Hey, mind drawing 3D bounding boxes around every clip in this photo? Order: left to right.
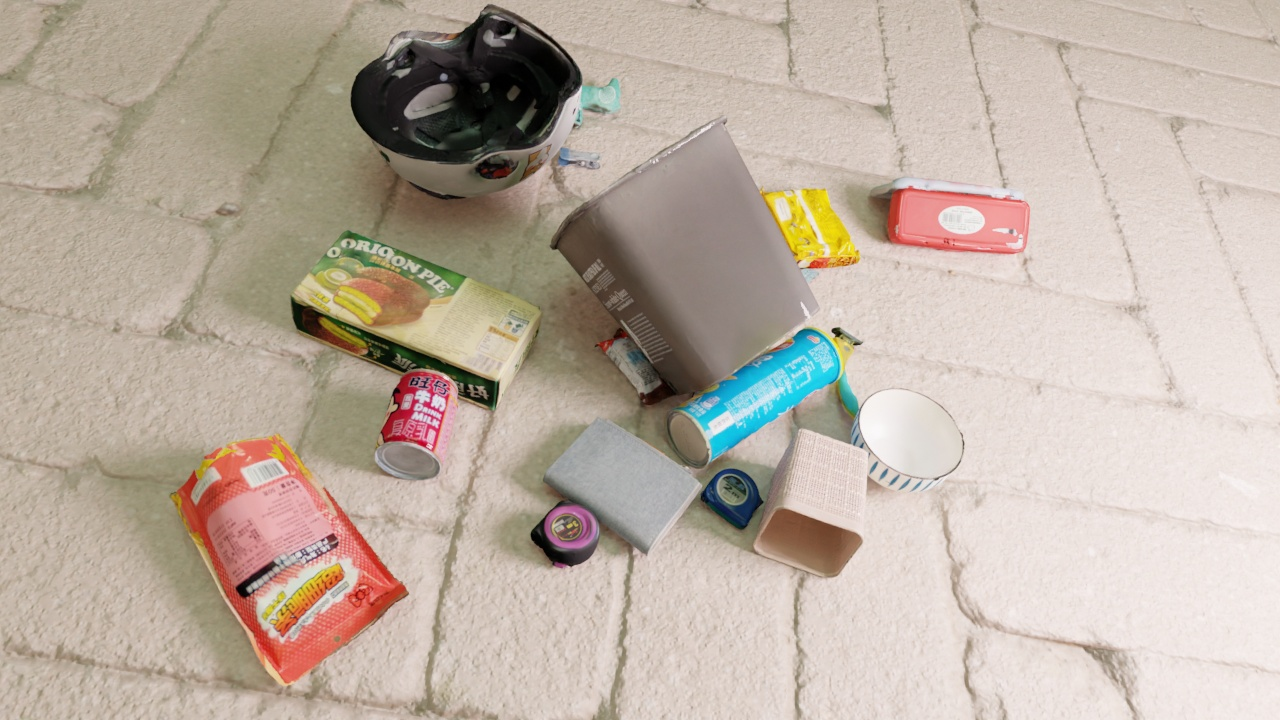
[{"bbox_3d":[-0.080,-0.268,1.221,0.058,0.037,0.025,9,49,-7],"label":"clip"}]

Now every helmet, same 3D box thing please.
[{"bbox_3d":[-0.205,-0.292,1.124,0.273,0.157,0.230,-34,68,-20],"label":"helmet"}]

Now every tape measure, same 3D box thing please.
[{"bbox_3d":[-0.068,0.167,0.873,0.058,0.039,0.056,30,52,17],"label":"tape measure"},{"bbox_3d":[0.094,0.139,0.939,0.058,0.025,0.054,37,53,5],"label":"tape measure"}]

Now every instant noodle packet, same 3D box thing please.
[{"bbox_3d":[0.216,-0.175,1.199,0.110,0.044,0.128,-4,57,-24],"label":"instant noodle packet"}]

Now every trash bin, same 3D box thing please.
[{"bbox_3d":[0.049,-0.096,0.956,0.198,0.199,0.220,-34,93,-13],"label":"trash bin"}]

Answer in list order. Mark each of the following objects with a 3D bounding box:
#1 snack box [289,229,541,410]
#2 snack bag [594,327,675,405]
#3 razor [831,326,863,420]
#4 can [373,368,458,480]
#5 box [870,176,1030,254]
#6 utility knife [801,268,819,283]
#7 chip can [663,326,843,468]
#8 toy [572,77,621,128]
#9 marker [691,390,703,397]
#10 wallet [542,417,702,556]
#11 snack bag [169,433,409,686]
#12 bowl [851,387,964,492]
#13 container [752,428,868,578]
[{"bbox_3d":[-0.238,-0.045,0.984,0.240,0.063,0.114,21,51,4],"label":"snack box"},{"bbox_3d":[-0.006,0.006,1.019,0.045,0.026,0.105,-22,61,-36],"label":"snack bag"},{"bbox_3d":[0.241,0.020,1.062,0.043,0.028,0.132,31,42,-29],"label":"razor"},{"bbox_3d":[-0.218,0.062,0.902,0.066,0.067,0.093,10,51,-5],"label":"can"},{"bbox_3d":[0.423,-0.196,1.265,0.201,0.100,0.094,3,93,-11],"label":"box"},{"bbox_3d":[0.160,-0.072,1.122,0.182,0.019,0.031,-38,72,-27],"label":"utility knife"},{"bbox_3d":[0.125,0.038,0.996,0.209,0.071,0.071,-29,64,-29],"label":"chip can"},{"bbox_3d":[-0.072,-0.364,1.292,0.092,0.030,0.096,1,60,-6],"label":"toy"},{"bbox_3d":[0.075,0.018,1.037,0.018,0.015,0.123,20,54,4],"label":"marker"},{"bbox_3d":[-0.016,0.122,0.920,0.130,0.037,0.106,33,53,15],"label":"wallet"},{"bbox_3d":[-0.314,0.166,0.807,0.128,0.073,0.208,-34,71,-27],"label":"snack bag"},{"bbox_3d":[0.280,0.095,0.989,0.116,0.066,0.116,6,51,-8],"label":"bowl"},{"bbox_3d":[0.174,0.139,0.919,0.090,0.090,0.110,19,48,2],"label":"container"}]
